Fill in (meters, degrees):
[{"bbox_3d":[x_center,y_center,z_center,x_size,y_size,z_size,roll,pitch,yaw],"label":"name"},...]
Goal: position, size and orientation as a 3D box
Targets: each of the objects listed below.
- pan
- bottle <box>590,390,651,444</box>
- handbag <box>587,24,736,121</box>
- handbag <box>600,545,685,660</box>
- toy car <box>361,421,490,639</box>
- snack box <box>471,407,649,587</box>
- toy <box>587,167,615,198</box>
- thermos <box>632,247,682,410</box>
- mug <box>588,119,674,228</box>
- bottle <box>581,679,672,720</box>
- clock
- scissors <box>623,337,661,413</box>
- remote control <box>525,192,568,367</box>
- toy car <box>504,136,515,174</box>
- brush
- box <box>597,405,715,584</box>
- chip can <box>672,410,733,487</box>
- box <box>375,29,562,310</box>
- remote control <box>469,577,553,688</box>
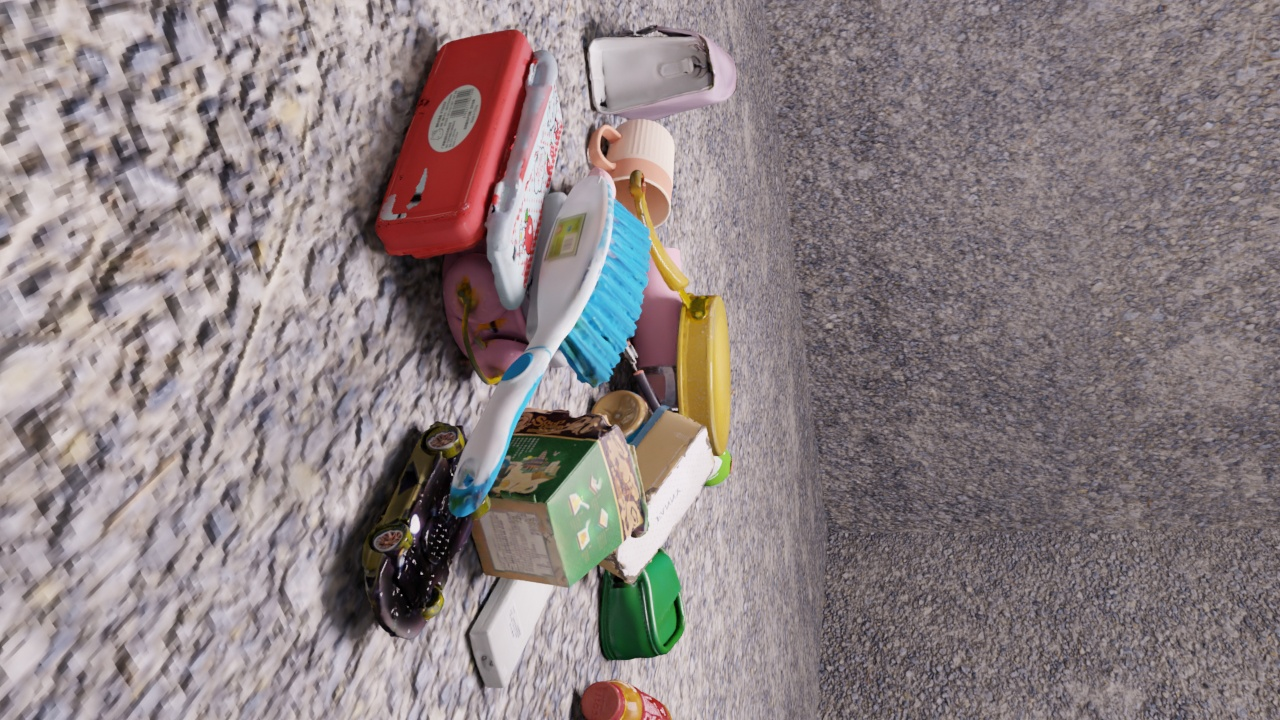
[{"bbox_3d":[0.049,-0.049,1.046,0.197,0.078,0.358,-74,159,-56],"label":"pan"},{"bbox_3d":[0.003,0.115,1.037,0.219,0.065,0.065,65,26,-52],"label":"bottle"},{"bbox_3d":[0.033,-0.344,1.102,0.196,0.145,0.098,-41,128,-71],"label":"handbag"},{"bbox_3d":[-0.001,0.261,1.008,0.131,0.068,0.120,5,75,-73],"label":"handbag"},{"bbox_3d":[-0.138,0.104,0.587,0.157,0.042,0.070,-74,155,-53],"label":"toy car"},{"bbox_3d":[-0.074,0.113,0.716,0.105,0.118,0.118,-48,133,-51],"label":"snack box"},{"bbox_3d":[-0.036,-0.131,0.925,0.159,0.054,0.121,99,-26,-76],"label":"toy"},{"bbox_3d":[0.023,-0.038,1.129,0.087,0.067,0.198,151,-62,-79],"label":"thermos"},{"bbox_3d":[-0.013,-0.223,1.055,0.114,0.082,0.105,35,45,-32],"label":"mug"},{"bbox_3d":[-0.014,0.362,0.936,0.175,0.057,0.057,60,30,-57],"label":"bottle"},{"bbox_3d":[-0.106,-0.045,0.704,0.158,0.060,0.117,-69,150,-52],"label":"clock"},{"bbox_3d":[-0.006,0.005,0.998,0.189,0.015,0.222,64,1,7],"label":"scissors"},{"bbox_3d":[-0.065,-0.063,0.705,0.056,0.020,0.135,56,34,-57],"label":"remote control"},{"bbox_3d":[-0.113,-0.174,0.763,0.049,0.031,0.106,56,32,-62],"label":"toy car"},{"bbox_3d":[-0.054,-0.012,0.613,0.109,0.061,0.313,57,34,-45],"label":"brush"},{"bbox_3d":[0.010,0.131,0.936,0.183,0.062,0.090,-52,147,-28],"label":"box"},{"bbox_3d":[0.071,0.126,1.263,0.236,0.072,0.072,41,47,-68],"label":"chip can"},{"bbox_3d":[-0.106,-0.134,0.654,0.102,0.095,0.201,63,28,-50],"label":"box"},{"bbox_3d":[-0.100,0.196,0.741,0.134,0.019,0.056,-63,146,-61],"label":"remote control"}]
